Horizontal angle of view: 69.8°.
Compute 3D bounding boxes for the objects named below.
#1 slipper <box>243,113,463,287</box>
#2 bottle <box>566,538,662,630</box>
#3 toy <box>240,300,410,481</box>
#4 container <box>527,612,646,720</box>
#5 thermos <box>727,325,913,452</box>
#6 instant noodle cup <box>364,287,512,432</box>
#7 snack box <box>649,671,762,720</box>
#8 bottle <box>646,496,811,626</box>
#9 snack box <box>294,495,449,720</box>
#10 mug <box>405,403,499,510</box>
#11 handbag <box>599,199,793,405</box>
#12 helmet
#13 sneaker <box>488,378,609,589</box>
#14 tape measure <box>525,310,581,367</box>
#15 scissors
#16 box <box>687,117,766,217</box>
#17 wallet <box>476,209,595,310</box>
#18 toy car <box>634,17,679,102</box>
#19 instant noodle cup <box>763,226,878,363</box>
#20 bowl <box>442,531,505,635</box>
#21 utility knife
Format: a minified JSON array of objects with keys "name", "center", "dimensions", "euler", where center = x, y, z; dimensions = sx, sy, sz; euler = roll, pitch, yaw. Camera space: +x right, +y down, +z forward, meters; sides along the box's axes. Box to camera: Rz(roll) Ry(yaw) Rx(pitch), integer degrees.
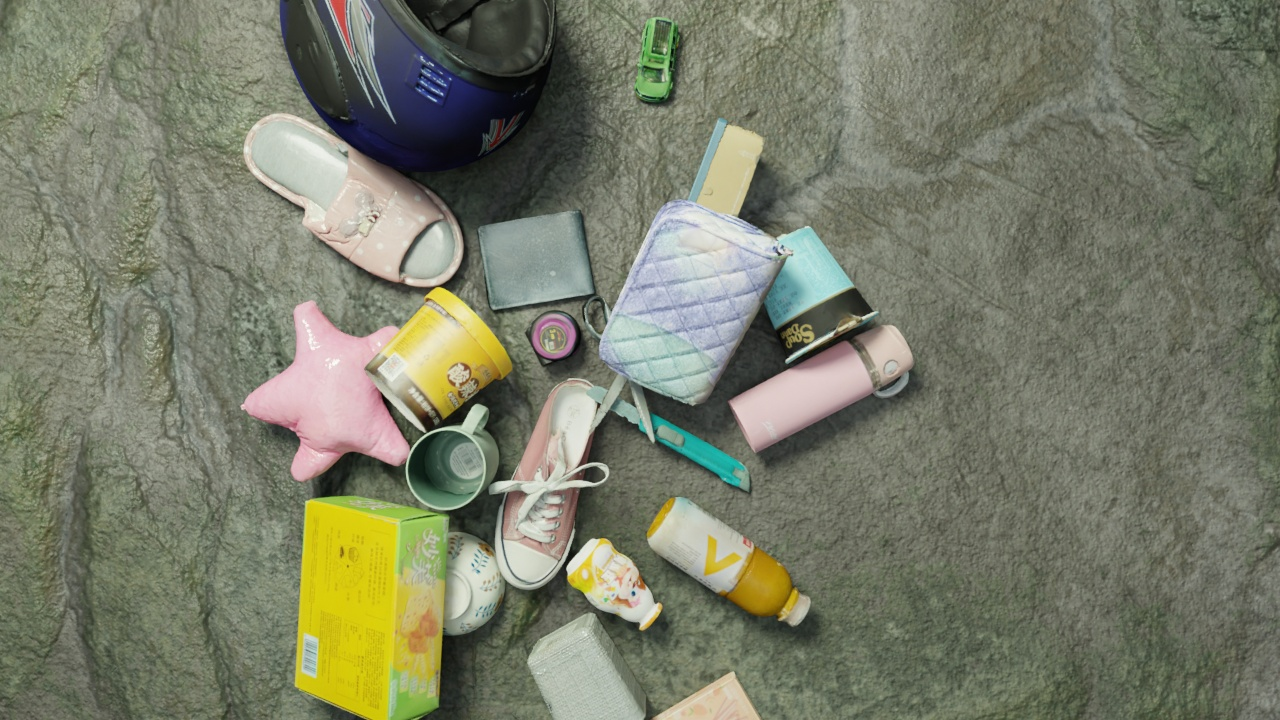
[{"name":"slipper","center":[-0.315,-0.177,1.004],"dimensions":[0.274,0.054,0.114],"euler":[35,90,0]},{"name":"bottle","center":[-0.027,0.247,1.005],"dimensions":[0.108,0.063,0.063],"euler":[42,90,-1]},{"name":"toy","center":[-0.343,0.031,0.996],"dimensions":[0.178,0.075,0.194],"euler":[-6,87,-8]},{"name":"container","center":[-0.060,0.346,0.995],"dimensions":[0.090,0.090,0.114],"euler":[-29,87,0]},{"name":"thermos","center":[0.201,0.035,1.005],"dimensions":[0.198,0.067,0.087],"euler":[-27,122,-1]},{"name":"instant noodle cup","center":[-0.215,0.004,0.960],"dimensions":[0.118,0.119,0.114],"euler":[46,72,0]},{"name":"snack box","center":[0.059,0.425,1.025],"dimensions":[0.157,0.026,0.084],"euler":[-31,91,0]},{"name":"bottle","center":[0.098,0.223,1.001],"dimensions":[0.189,0.068,0.068],"euler":[34,91,0]},{"name":"snack box","center":[-0.284,0.256,0.966],"dimensions":[0.158,0.070,0.210],"euler":[4,91,35]},{"name":"mug","center":[-0.191,0.097,0.981],"dimensions":[0.082,0.106,0.112],"euler":[25,91,1]},{"name":"handbag","center":[0.049,-0.060,0.924],"dimensions":[0.134,0.075,0.194],"euler":[25,121,-5]},{"name":"helmet","center":[-0.237,-0.341,0.907],"dimensions":[0.246,0.241,0.315],"euler":[-31,97,-44]},{"name":"sneaker","center":[-0.100,0.135,0.991],"dimensions":[0.118,0.088,0.241],"euler":[18,90,0]},{"name":"tape measure","center":[-0.094,-0.027,1.013],"dimensions":[0.058,0.039,0.057],"euler":[-29,91,5]},{"name":"scissors","center":[-0.010,0.003,0.999],"dimensions":[0.159,0.014,0.181],"euler":[-27,79,-16]},{"name":"box","center":[0.081,-0.171,0.987],"dimensions":[0.060,0.090,0.184],"euler":[19,89,1]},{"name":"wallet","center":[-0.117,-0.112,1.023],"dimensions":[0.121,0.019,0.097],"euler":[-9,92,2]},{"name":"toy car","center":[0.018,-0.332,1.011],"dimensions":[0.043,0.036,0.091],"euler":[7,95,-1]},{"name":"instant noodle cup","center":[0.177,-0.075,0.983],"dimensions":[0.111,0.111,0.120],"euler":[-28,83,0]},{"name":"bowl","center":[-0.208,0.250,1.007],"dimensions":[0.113,0.062,0.113],"euler":[0,90,-1]},{"name":"utility knife","center":[0.035,0.084,1.007],"dimensions":[0.216,0.013,0.029],"euler":[30,69,-12]}]
